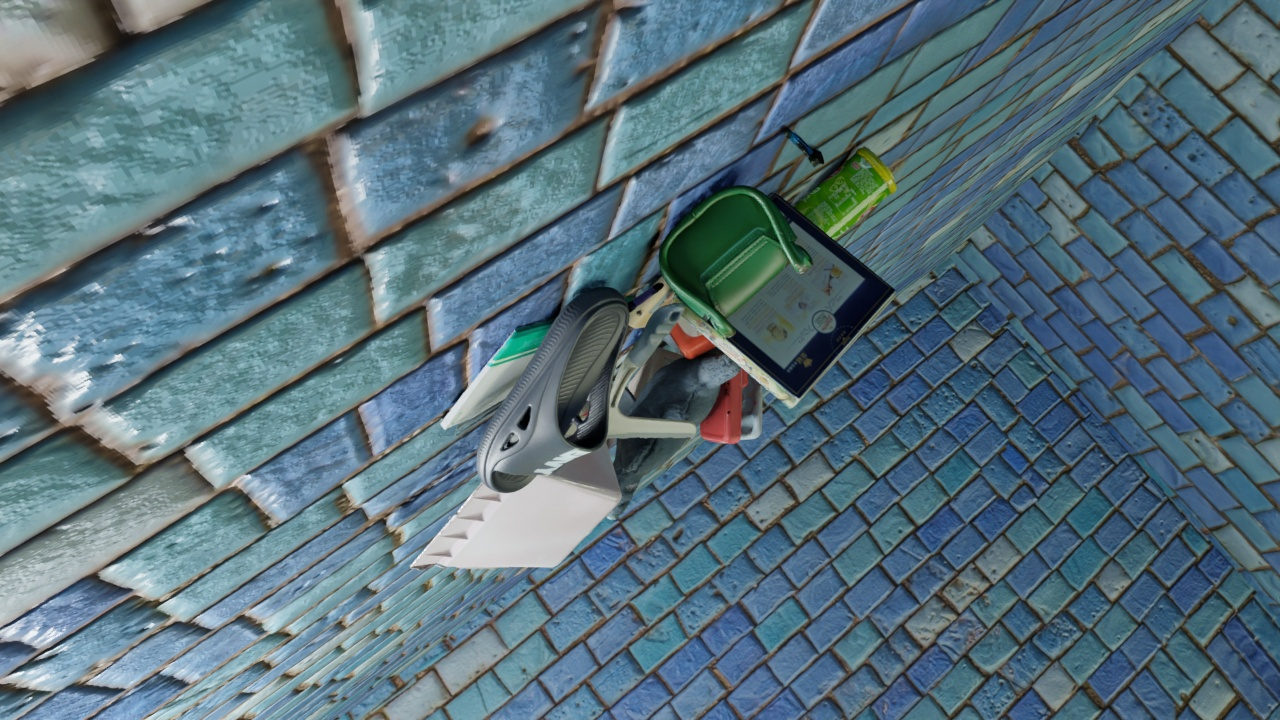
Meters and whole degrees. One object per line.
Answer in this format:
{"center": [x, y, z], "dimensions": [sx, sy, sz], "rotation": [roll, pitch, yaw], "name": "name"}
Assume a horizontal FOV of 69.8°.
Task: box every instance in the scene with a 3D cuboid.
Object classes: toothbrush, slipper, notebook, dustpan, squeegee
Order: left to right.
{"center": [-0.146, 0.164, 1.181], "dimensions": [0.273, 0.138, 0.223], "rotation": [19, 126, -40], "name": "dustpan"}
{"center": [-0.103, -0.003, 0.966], "dimensions": [0.151, 0.012, 0.208], "rotation": [-47, 166, 31], "name": "notebook"}
{"center": [-0.079, 0.051, 0.931], "dimensions": [0.110, 0.083, 0.269], "rotation": [-7, 134, -52], "name": "slipper"}
{"center": [-0.047, -0.032, 0.966], "dimensions": [0.188, 0.014, 0.017], "rotation": [-36, 154, -18], "name": "toothbrush"}
{"center": [-0.006, 0.006, 1.018], "dimensions": [0.246, 0.039, 0.247], "rotation": [2, 143, -24], "name": "squeegee"}
{"center": [0.170, -0.222, 0.962], "dimensions": [0.016, 0.014, 0.189], "rotation": [-18, 176, 22], "name": "toothbrush"}

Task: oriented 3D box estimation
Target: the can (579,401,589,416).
{"center": [-0.114, 0.070, 1.109], "dimensions": [0.132, 0.053, 0.053], "rotation": [-35, 169, -17], "name": "can"}

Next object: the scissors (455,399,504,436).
{"center": [-0.126, 0.038, 0.982], "dimensions": [0.173, 0.012, 0.128], "rotation": [-38, 169, -1], "name": "scissors"}

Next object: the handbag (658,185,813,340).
{"center": [0.090, -0.102, 0.911], "dimensions": [0.131, 0.120, 0.068], "rotation": [-42, 174, 8], "name": "handbag"}

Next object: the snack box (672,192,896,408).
{"center": [0.159, -0.069, 1.028], "dimensions": [0.177, 0.182, 0.046], "rotation": [-45, 170, -17], "name": "snack box"}

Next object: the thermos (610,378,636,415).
{"center": [-0.106, 0.114, 1.276], "dimensions": [0.223, 0.073, 0.073], "rotation": [-34, 168, -20], "name": "thermos"}

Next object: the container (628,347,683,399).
{"center": [0.035, 0.047, 1.356], "dimensions": [0.111, 0.090, 0.089], "rotation": [121, -14, -52], "name": "container"}

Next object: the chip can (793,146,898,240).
{"center": [0.218, -0.171, 1.165], "dimensions": [0.221, 0.072, 0.072], "rotation": [-40, 169, 8], "name": "chip can"}

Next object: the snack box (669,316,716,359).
{"center": [0.069, -0.053, 1.122], "dimensions": [0.080, 0.091, 0.082], "rotation": [-32, 169, 0], "name": "snack box"}

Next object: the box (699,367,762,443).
{"center": [0.133, 0.014, 1.305], "dimensions": [0.091, 0.201, 0.095], "rotation": [-3, -177, -32], "name": "box"}

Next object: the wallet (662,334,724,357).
{"center": [0.070, -0.022, 1.218], "dimensions": [0.019, 0.097, 0.121], "rotation": [-46, 171, -16], "name": "wallet"}

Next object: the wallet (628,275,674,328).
{"center": [0.035, -0.083, 1.050], "dimensions": [0.115, 0.024, 0.087], "rotation": [-48, 165, 12], "name": "wallet"}

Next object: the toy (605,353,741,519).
{"center": [0.035, 0.080, 1.228], "dimensions": [0.357, 0.091, 0.137], "rotation": [-55, -165, 36], "name": "toy"}
